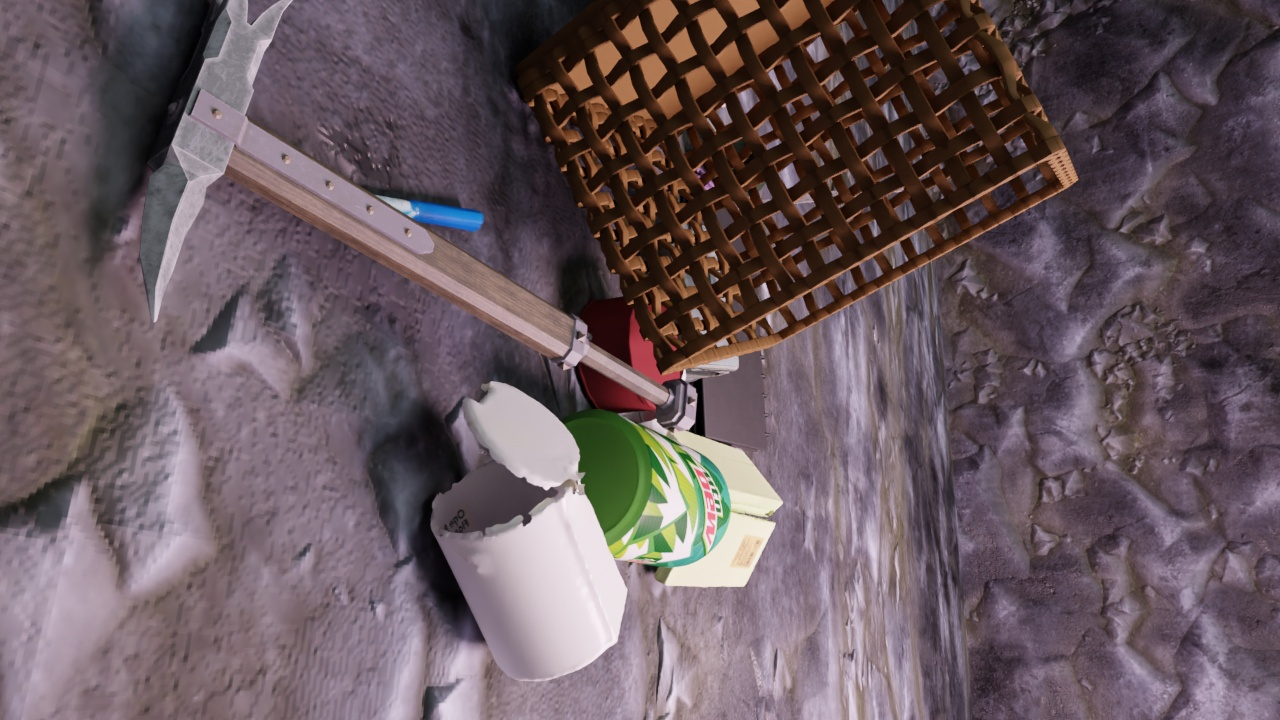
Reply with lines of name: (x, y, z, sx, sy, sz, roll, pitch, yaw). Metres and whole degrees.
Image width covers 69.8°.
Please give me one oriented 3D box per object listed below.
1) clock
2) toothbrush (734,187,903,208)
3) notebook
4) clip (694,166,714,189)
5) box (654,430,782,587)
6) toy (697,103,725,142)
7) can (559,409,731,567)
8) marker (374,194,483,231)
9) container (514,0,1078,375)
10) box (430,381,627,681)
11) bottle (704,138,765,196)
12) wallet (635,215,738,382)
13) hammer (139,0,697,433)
clock: (-0.004, 0.004, 0.643, 0.086, 0.044, 0.125, -67, 142, -48)
toothbrush: (0.161, -0.156, 0.879, 0.010, 0.182, 0.010, -7, 95, -68)
notebook: (0.084, -0.034, 0.875, 0.169, 0.019, 0.231, 19, 66, -62)
clip: (0.055, -0.165, 0.856, 0.051, 0.014, 0.045, 60, 33, -37)
box: (0.067, 0.122, 0.755, 0.188, 0.061, 0.133, 29, 59, -61)
toy: (0.053, -0.252, 0.841, 0.125, 0.037, 0.075, 41, 52, -65)
can: (-0.001, 0.085, 0.579, 0.144, 0.083, 0.083, 31, 56, -60)
marker: (-0.122, -0.075, 0.449, 0.141, 0.013, 0.013, -7, 90, -65)
container: (0.106, -0.151, 0.601, 0.219, 0.252, 0.214, -12, 74, -62)
box: (-0.057, 0.080, 0.458, 0.081, 0.092, 0.160, -69, 141, -59)
bottle: (0.103, -0.188, 0.914, 0.174, 0.055, 0.055, -13, 96, -77)
wallet: (0.036, -0.050, 0.743, 0.100, 0.054, 0.131, 5, 74, -66)
hammer: (-0.072, -0.027, 0.438, 0.316, 0.028, 0.146, 31, 55, -42)
